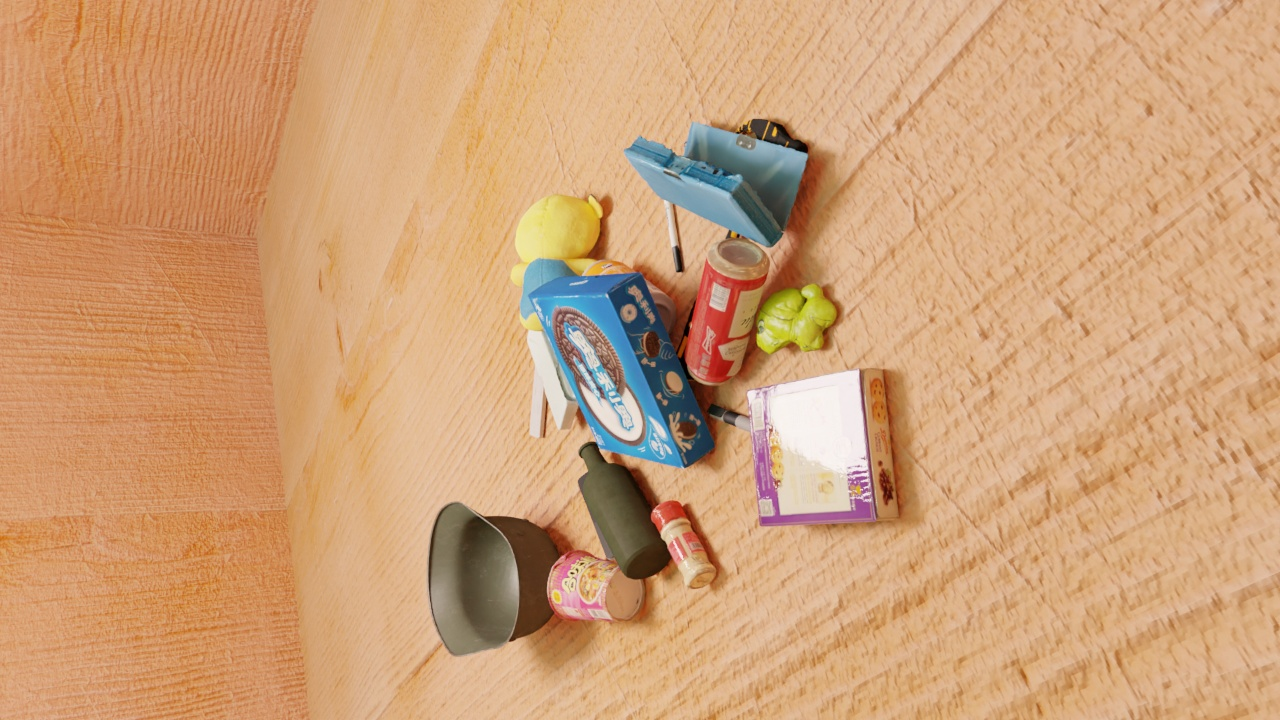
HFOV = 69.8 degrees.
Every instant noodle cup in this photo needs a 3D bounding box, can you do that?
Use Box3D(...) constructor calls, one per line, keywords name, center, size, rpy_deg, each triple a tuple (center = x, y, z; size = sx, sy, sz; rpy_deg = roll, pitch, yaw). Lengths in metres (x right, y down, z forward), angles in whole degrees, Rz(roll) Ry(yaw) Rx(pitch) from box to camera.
Box3D(name="instant noodle cup", center=(-0.054, 0.307, 1.226), size=(0.109, 0.097, 0.097), rpy_deg=(-5, 84, 49))

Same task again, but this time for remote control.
Box3D(name="remote control", center=(-0.049, 0.206, 1.263), size=(0.045, 0.008, 0.146), rpy_deg=(-37, 46, 11))
Box3D(name="remote control", center=(-0.161, 0.058, 1.469), size=(0.033, 0.012, 0.131), rpy_deg=(13, 99, 54))

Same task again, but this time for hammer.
Box3D(name="hammer", center=(0.097, -0.121, 1.065), size=(0.123, 0.036, 0.321), rpy_deg=(46, 123, 49))

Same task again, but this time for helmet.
Box3D(name="helmet", center=(-0.204, 0.328, 1.391), size=(0.268, 0.153, 0.227), rpy_deg=(8, 93, 58))

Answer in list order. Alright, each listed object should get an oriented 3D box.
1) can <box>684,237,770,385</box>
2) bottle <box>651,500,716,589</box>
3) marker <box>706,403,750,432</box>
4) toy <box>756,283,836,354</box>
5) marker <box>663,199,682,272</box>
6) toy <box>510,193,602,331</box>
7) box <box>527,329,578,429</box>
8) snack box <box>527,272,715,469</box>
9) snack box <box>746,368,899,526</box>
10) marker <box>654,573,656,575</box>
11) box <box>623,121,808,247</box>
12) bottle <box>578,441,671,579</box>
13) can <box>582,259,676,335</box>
Box3D(name="can", center=(0.092, -0.051, 1.002), size=(0.171, 0.067, 0.067), rpy_deg=(101, 150, -42))
Box3D(name="bottle", center=(0.051, 0.221, 1.105), size=(0.109, 0.044, 0.044), rpy_deg=(60, 135, 38))
Box3D(name="marker", center=(0.123, 0.073, 1.025), size=(0.141, 0.016, 0.016), rpy_deg=(19, 105, 56))
Box3D(name="toy", center=(0.159, -0.042, 0.960), size=(0.093, 0.036, 0.094), rpy_deg=(46, 120, 44))
Box3D(name="marker", center=(0.039, -0.184, 1.175), size=(0.011, 0.011, 0.152), rpy_deg=(-29, 65, 53))
Box3D(name="toy", center=(-0.119, -0.147, 1.321), size=(0.149, 0.084, 0.213), rpy_deg=(-5, 74, 19))
Box3D(name="box", center=(-0.118, -0.008, 1.374), size=(0.137, 0.049, 0.197), rpy_deg=(-53, 44, 32))
Box3D(name="snack box", center=(-0.026, 0.011, 1.123), size=(0.196, 0.056, 0.239), rpy_deg=(5, 123, 56))
Box3D(name="snack box", center=(0.176, 0.089, 0.904), size=(0.148, 0.040, 0.143), rpy_deg=(-14, 76, 48))
Box3D(name="marker", center=(-0.014, 0.237, 1.232), size=(0.142, 0.012, 0.013), rpy_deg=(51, 129, 46))
Box3D(name="box", center=(0.088, -0.215, 1.019), size=(0.102, 0.094, 0.231), rpy_deg=(-50, 36, -2))
Box3D(name="bottle", center=(-0.030, 0.188, 1.207), size=(0.206, 0.071, 0.072), rpy_deg=(57, 133, 42))
Box3D(name="can", center=(-0.019, -0.076, 1.195), size=(0.142, 0.079, 0.079), rpy_deg=(42, 122, 50))
